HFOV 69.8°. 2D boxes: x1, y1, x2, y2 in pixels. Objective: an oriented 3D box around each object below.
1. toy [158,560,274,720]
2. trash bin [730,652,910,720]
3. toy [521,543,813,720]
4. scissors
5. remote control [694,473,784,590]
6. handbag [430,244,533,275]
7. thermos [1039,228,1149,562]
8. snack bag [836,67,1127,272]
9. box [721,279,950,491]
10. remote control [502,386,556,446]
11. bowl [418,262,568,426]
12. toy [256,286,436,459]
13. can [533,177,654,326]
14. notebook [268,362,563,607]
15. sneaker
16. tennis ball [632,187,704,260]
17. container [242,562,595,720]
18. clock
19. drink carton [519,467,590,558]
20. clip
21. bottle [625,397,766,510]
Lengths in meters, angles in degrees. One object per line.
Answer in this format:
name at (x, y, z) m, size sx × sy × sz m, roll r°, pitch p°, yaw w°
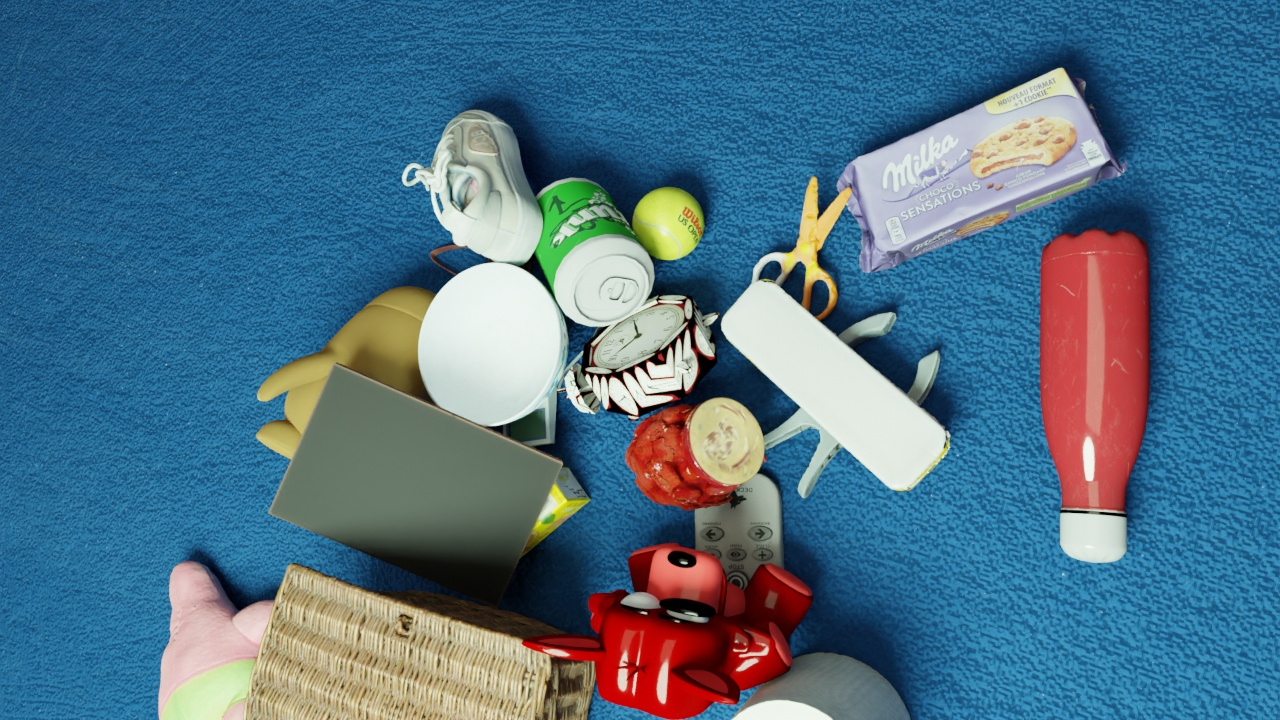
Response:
toy at (-0.429, 0.301, 0.918) m, size 0.192 × 0.096 × 0.236 m, roll -42°, pitch 53°, yaw 12°
trash bin at (0.122, 0.285, 0.656) m, size 0.133 × 0.161 × 0.133 m, roll -5°, pitch 77°, yaw 21°
toy at (0.029, 0.196, 0.672) m, size 0.158 × 0.197 × 0.120 m, roll 10°, pitch 90°, yaw 25°
scissors at (0.135, -0.100, 0.792) m, size 0.097 × 0.012 × 0.133 m, roll 9°, pitch 102°, yaw 28°
remote control at (0.083, 0.171, 0.773) m, size 0.074 × 0.019 × 0.151 m, roll -5°, pitch 77°, yaw 21°
handbag at (-0.166, -0.098, 0.927) m, size 0.120 × 0.029 × 0.055 m, roll 14°, pitch 86°, yaw 29°
thermos at (0.333, 0.026, 0.674) m, size 0.073 × 0.073 × 0.239 m, roll 1°, pitch 80°, yaw 22°
snack bag at (0.268, -0.148, 0.745) m, size 0.206 × 0.058 × 0.096 m, roll -21°, pitch 68°, yaw 20°
box at (0.154, 0.017, 0.743) m, size 0.064 × 0.033 × 0.209 m, roll -48°, pitch 65°, yaw 6°
remote control at (-0.106, 0.013, 0.878) m, size 0.050 × 0.024 × 0.143 m, roll -9°, pitch 74°, yaw 20°
bowl at (-0.119, -0.010, 0.829) m, size 0.144 × 0.074 × 0.144 m, roll -3°, pitch 81°, yaw 23°
toy at (-0.250, 0.019, 0.875) m, size 0.163 × 0.198 × 0.203 m, roll 10°, pitch 63°, yaw 38°
can at (-0.048, -0.098, 0.820) m, size 0.088 × 0.088 × 0.139 m, roll -40°, pitch 41°, yaw 10°
notebook at (-0.190, 0.108, 0.781) m, size 0.209 × 0.008 × 0.141 m, roll 24°, pitch 94°, yaw -6°
sneaker at (-0.167, -0.179, 0.862) m, size 0.090 × 0.090 × 0.242 m, roll -57°, pitch 37°, yaw 25°
tennis ball at (0.025, -0.124, 0.831) m, size 0.065 × 0.065 × 0.065 m, roll -5°, pitch 77°, yaw 21°
container at (-0.164, 0.277, 0.759) m, size 0.250 × 0.183 × 0.162 m, roll 10°, pitch 82°, yaw 22°
clock at (-0.005, 0.004, 0.804) m, size 0.155 × 0.065 × 0.114 m, roll -12°, pitch 32°, yaw 34°
drink carton at (-0.114, 0.154, 0.834) m, size 0.135 × 0.058 × 0.043 m, roll -40°, pitch 72°, yaw 10°
clip at (0.156, 0.020, 0.771) m, size 0.167 × 0.028 × 0.127 m, roll -43°, pitch 66°, yaw 8°
bottle at (0.047, 0.074, 0.754) m, size 0.111 × 0.098 × 0.099 m, roll -34°, pitch 62°, yaw 55°
